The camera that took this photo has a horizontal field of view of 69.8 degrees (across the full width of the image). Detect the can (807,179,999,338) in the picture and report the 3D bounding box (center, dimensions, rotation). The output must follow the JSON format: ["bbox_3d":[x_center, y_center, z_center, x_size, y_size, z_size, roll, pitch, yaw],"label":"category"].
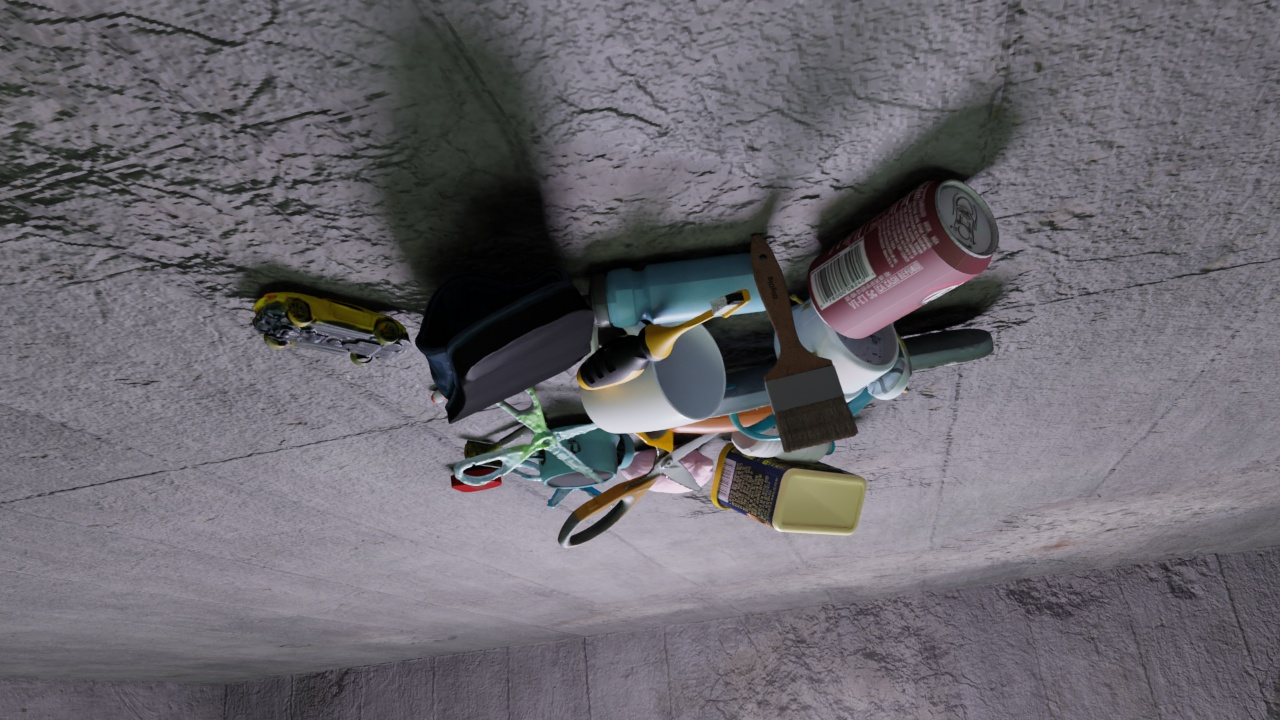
[{"bbox_3d":[0.162,-0.062,0.578,0.063,0.063,0.114,8,154,-30],"label":"can"}]

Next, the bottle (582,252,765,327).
[{"bbox_3d":[0.022,-0.046,0.613,0.130,0.040,0.040,-7,158,2],"label":"bottle"}]

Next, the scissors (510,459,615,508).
[{"bbox_3d":[-0.071,0.126,0.979,0.134,0.011,0.139,18,-160,36],"label":"scissors"}]

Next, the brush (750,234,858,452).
[{"bbox_3d":[0.090,-0.015,0.569,0.045,0.143,0.008,-15,159,-2],"label":"brush"}]

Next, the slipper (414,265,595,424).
[{"bbox_3d":[-0.094,-0.023,0.599,0.108,0.083,0.266,-27,174,-13],"label":"slipper"}]

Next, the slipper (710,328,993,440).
[{"bbox_3d":[0.156,0.024,0.762,0.269,0.055,0.098,-13,-167,3],"label":"slipper"}]

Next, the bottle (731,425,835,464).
[{"bbox_3d":[0.154,0.082,0.953,0.136,0.044,0.044,13,151,-40],"label":"bottle"}]

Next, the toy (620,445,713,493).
[{"bbox_3d":[0.038,0.118,1.005,0.102,0.050,0.093,8,157,-24],"label":"toy"}]

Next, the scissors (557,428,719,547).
[{"bbox_3d":[0.004,0.104,0.890,0.229,0.016,0.225,-42,143,-3],"label":"scissors"}]

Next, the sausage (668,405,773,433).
[{"bbox_3d":[0.097,0.040,0.825,0.164,0.044,0.039,-7,-160,-8],"label":"sausage"}]

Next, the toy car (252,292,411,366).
[{"bbox_3d":[-0.208,-0.022,0.624,0.106,0.030,0.049,16,148,-39],"label":"toy car"}]

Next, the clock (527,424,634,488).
[{"bbox_3d":[-0.057,0.098,0.927,0.090,0.053,0.124,-16,159,25],"label":"clock"}]

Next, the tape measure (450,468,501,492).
[{"bbox_3d":[-0.181,0.133,1.027,0.051,0.019,0.059,-10,165,4],"label":"tape measure"}]

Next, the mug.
[{"bbox_3d":[-0.004,0.004,0.699,0.088,0.080,0.114,-19,124,43],"label":"mug"}]

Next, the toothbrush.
[{"bbox_3d":[0.009,-0.012,0.599,0.030,0.031,0.197,-8,169,-34],"label":"toothbrush"}]

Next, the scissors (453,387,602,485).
[{"bbox_3d":[-0.090,0.074,0.828,0.165,0.024,0.171,-42,128,1],"label":"scissors"}]

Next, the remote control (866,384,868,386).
[{"bbox_3d":[0.188,0.028,0.879,0.045,0.008,0.147,4,156,-23],"label":"remote control"}]

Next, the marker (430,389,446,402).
[{"bbox_3d":[-0.129,0.010,0.747,0.012,0.012,0.143,16,150,-43],"label":"marker"}]

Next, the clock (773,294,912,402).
[{"bbox_3d":[0.156,-0.011,0.681,0.117,0.083,0.057,9,147,-31],"label":"clock"}]

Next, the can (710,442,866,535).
[{"bbox_3d":[0.164,0.143,1.010,0.135,0.075,0.104,10,-176,-35],"label":"can"}]

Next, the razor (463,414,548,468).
[{"bbox_3d":[-0.126,0.077,0.902,0.042,0.026,0.106,18,144,-41],"label":"razor"}]
